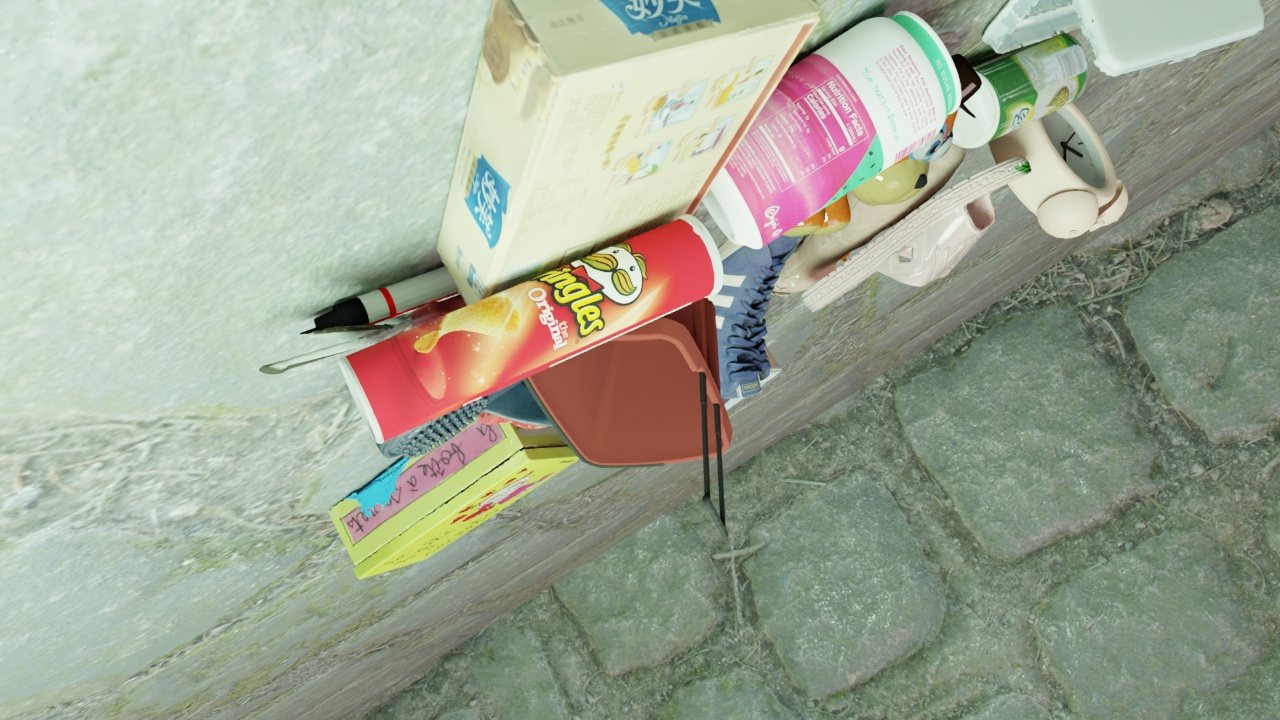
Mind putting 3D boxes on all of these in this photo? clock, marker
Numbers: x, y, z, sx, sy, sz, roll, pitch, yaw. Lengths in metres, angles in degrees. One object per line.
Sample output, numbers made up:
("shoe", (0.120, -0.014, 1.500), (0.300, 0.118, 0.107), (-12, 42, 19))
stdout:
("clock", (0.387, -0.189, 0.880), (0.130, 0.160, 0.086), (-19, 161, -43))
("marker", (-0.138, -0.042, 0.565), (0.145, 0.019, 0.019), (-24, 164, -28))

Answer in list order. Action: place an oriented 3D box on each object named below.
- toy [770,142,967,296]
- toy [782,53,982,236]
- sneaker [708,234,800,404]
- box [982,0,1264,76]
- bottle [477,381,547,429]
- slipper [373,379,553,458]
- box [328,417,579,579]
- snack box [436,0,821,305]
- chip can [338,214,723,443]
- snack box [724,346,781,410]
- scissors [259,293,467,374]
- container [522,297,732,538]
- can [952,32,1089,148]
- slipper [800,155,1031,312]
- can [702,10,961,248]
("toy", (0.231, -0.144, 0.908), (0.196, 0.065, 0.265), (-23, 165, -14))
("toy", (0.177, -0.162, 0.699), (0.112, 0.096, 0.176), (-15, 147, -56))
("sneaker", (0.104, -0.039, 0.878), (0.234, 0.118, 0.091), (-40, 164, 30))
("box", (0.374, -0.278, 0.730), (0.210, 0.130, 0.106), (-18, 175, -25))
("bottle", (-0.090, 0.030, 0.826), (0.137, 0.062, 0.062), (-12, 156, -51))
("slipper", (-0.083, 0.022, 0.731), (0.262, 0.082, 0.101), (-32, 169, -34))
("box", (-0.182, 0.122, 0.903), (0.221, 0.083, 0.124), (-36, 166, 13))
("snack box", (-0.018, -0.115, 0.492), (0.153, 0.055, 0.208), (-23, 165, -28))
("chip can", (-0.056, -0.021, 0.516), (0.214, 0.051, 0.052), (-25, 164, -19))
("snack box", (0.084, 0.000, 1.017), (0.093, 0.094, 0.079), (-38, 164, 23))
("scissors", (-0.139, -0.021, 0.575), (0.196, 0.015, 0.180), (-23, 178, -20))
("container", (-0.004, 0.024, 0.615), (0.127, 0.200, 0.148), (-8, 140, 18))
("can", (0.313, -0.231, 0.779), (0.120, 0.067, 0.067), (-26, 165, -23))
("slipper", (0.257, -0.100, 0.853), (0.240, 0.064, 0.094), (-35, 174, 35))
("can", (0.115, -0.148, 0.595), (0.166, 0.088, 0.088), (-32, 166, 1))
